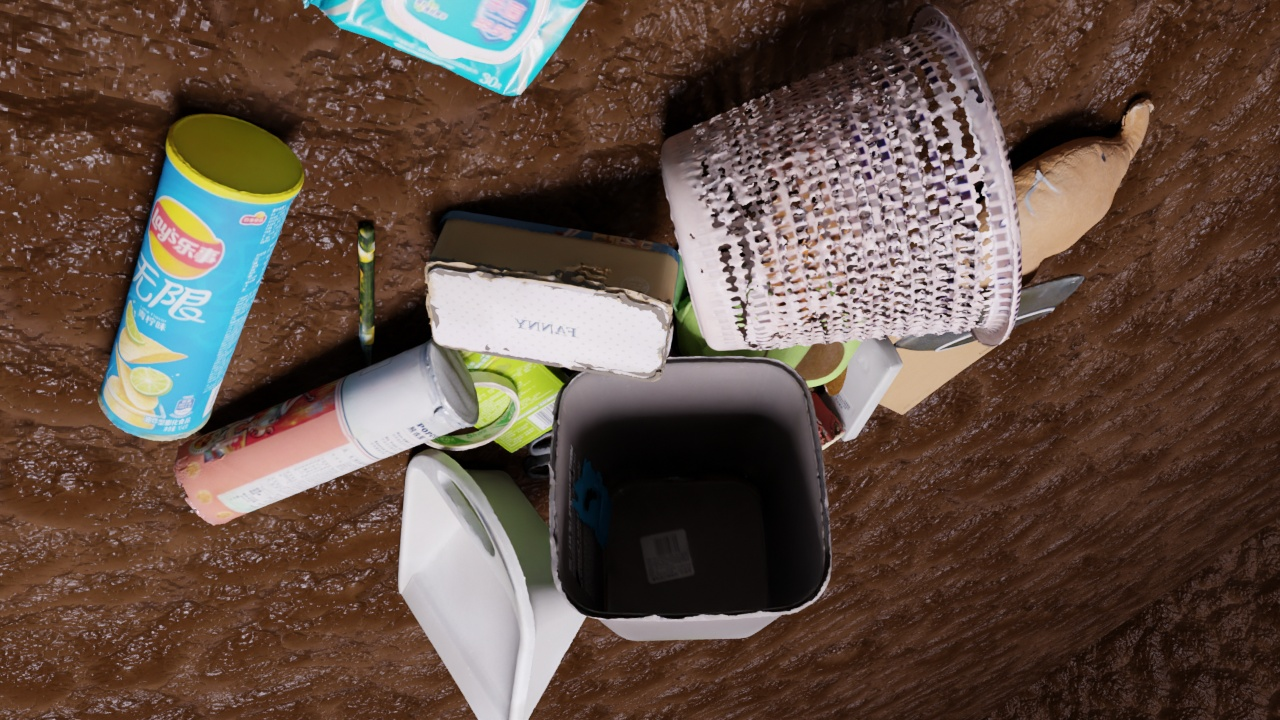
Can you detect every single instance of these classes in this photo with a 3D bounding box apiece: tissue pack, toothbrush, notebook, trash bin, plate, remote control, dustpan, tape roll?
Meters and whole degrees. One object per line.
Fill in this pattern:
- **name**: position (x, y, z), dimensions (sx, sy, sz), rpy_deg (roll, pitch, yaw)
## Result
- **tissue pack**: position (-0.098, -0.202, 0.480), dimensions (0.133, 0.050, 0.093), rpy_deg (12, 131, -39)
- **toothbrush**: position (-0.203, -0.026, 0.670), dimensions (0.017, 0.012, 0.186), rpy_deg (1, 137, -16)
- **notebook**: position (0.288, -0.011, 0.975), dimensions (0.150, 0.012, 0.211), rpy_deg (-42, 141, 24)
- **trash bin**: position (0.035, 0.131, 0.748), dimensions (0.198, 0.198, 0.220), rpy_deg (-2, 154, 1)
- **plate**: position (0.329, -0.037, 0.867), dimensions (0.179, 0.024, 0.179), rpy_deg (-19, 170, -4)
- **trash bin**: position (0.122, -0.099, 0.619), dimensions (0.192, 0.227, 0.228), rpy_deg (-13, 144, 6)
- **remote control**: position (0.219, 0.023, 0.920), dimensions (0.019, 0.056, 0.135), rpy_deg (-14, 146, -22)
- **dustpan**: position (-0.161, 0.204, 0.814), dimensions (0.142, 0.222, 0.258), rpy_deg (8, 122, -53)
- **tape roll**: position (-0.141, 0.042, 0.742), dimensions (0.085, 0.014, 0.086), rpy_deg (-15, 143, -12)

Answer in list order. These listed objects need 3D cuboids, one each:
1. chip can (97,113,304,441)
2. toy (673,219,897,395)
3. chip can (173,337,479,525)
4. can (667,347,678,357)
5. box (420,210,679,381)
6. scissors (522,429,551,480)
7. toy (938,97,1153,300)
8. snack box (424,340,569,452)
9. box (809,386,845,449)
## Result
- **chip can**: position (-0.272, -0.043, 0.558), dimensions (0.071, 0.071, 0.211), rpy_deg (8, 133, -37)
- **toy**: position (0.125, -0.030, 0.790), dimensions (0.246, 0.090, 0.227), rpy_deg (-1, 128, -35)
- **chip can**: position (-0.231, 0.054, 0.678), dimensions (0.215, 0.071, 0.071), rpy_deg (-22, 144, 9)
- **can**: position (-0.005, 0.005, 0.775), dimensions (0.066, 0.066, 0.094), rpy_deg (-32, 143, 8)
- **box**: position (-0.066, -0.044, 0.632), dimensions (0.184, 0.061, 0.090), rpy_deg (12, 139, 2)
- **scissors**: position (-0.032, 0.073, 0.890), dimensions (0.172, 0.014, 0.146), rpy_deg (-32, 144, 8)
- **toy**: position (0.360, -0.140, 0.805), dimensions (0.226, 0.082, 0.143), rpy_deg (-44, 160, 21)
- **snack box**: position (-0.116, 0.019, 0.763), dimensions (0.086, 0.026, 0.156), rpy_deg (-32, 144, 9)
- **box**: position (0.127, 0.105, 0.944), dimensions (0.169, 0.080, 0.091), rpy_deg (-40, 167, 20)
